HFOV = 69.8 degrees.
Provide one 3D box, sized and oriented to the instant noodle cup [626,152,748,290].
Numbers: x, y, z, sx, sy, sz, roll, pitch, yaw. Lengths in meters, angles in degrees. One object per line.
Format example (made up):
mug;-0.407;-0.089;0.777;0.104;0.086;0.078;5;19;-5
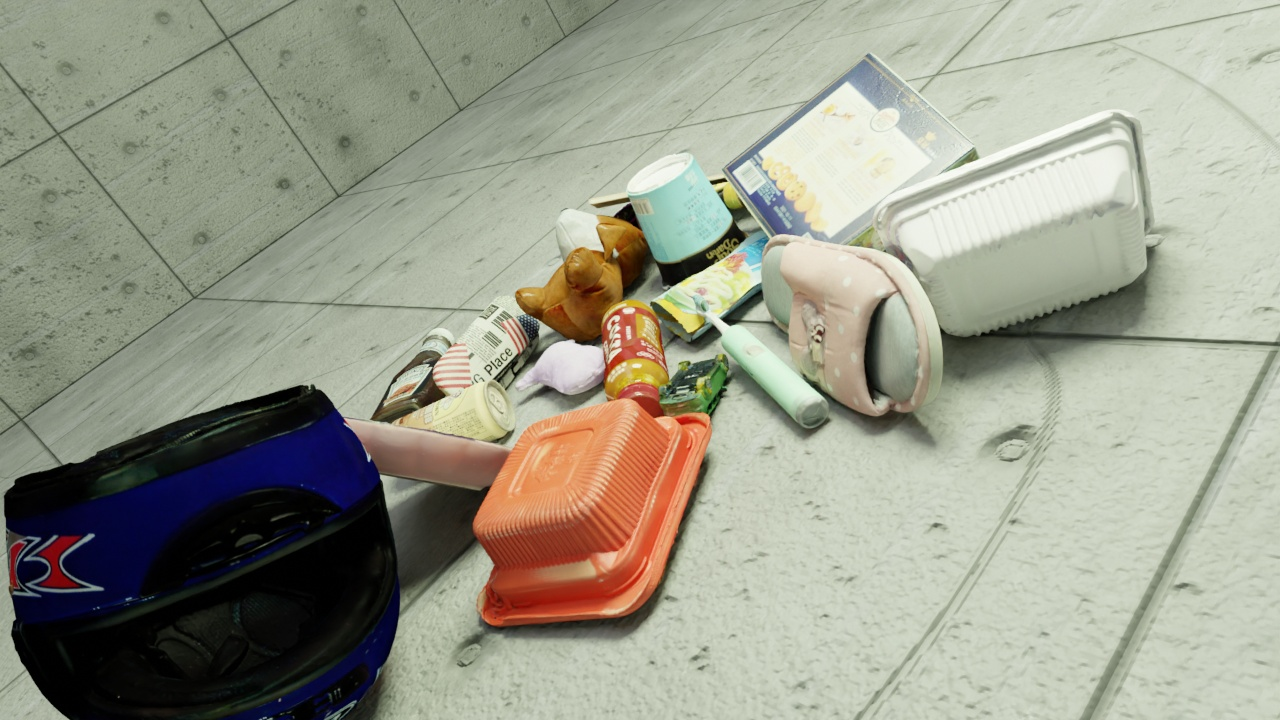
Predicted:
instant noodle cup;0.046;-0.152;0.979;0.111;0.120;0.111;-24;27;13

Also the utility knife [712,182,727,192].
utility knife;0.079;-0.211;1.179;0.198;0.021;0.031;-32;26;10

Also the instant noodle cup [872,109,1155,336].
instant noodle cup;0.261;-0.078;0.627;0.174;0.138;0.060;-19;51;23

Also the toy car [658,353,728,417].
toy car;0.046;0.023;0.761;0.043;0.036;0.091;-12;20;26

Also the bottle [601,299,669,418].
bottle;-0.005;0.005;0.826;0.057;0.057;0.174;-26;27;10

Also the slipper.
slipper;0.139;-0.036;0.696;0.054;0.114;0.274;-9;21;-12

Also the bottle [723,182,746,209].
bottle;0.185;-0.187;0.940;0.219;0.065;0.065;-4;36;36

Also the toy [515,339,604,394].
toy;-0.073;0.008;0.914;0.083;0.039;0.108;-42;29;-22

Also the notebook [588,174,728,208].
notebook;0.045;-0.205;1.087;0.208;0.008;0.147;-11;7;2

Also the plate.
plate;-0.193;0.083;0.787;0.193;0.192;0.039;-2;75;45

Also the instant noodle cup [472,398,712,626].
instant noodle cup;-0.045;0.101;0.675;0.165;0.079;0.188;-17;33;34

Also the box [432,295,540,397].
box;-0.167;-0.010;0.994;0.076;0.087;0.162;6;38;29

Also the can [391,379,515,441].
can;-0.187;0.066;0.910;0.116;0.058;0.058;-23;27;15

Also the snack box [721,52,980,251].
snack box;0.189;-0.175;0.849;0.183;0.046;0.177;-37;47;12

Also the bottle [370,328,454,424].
bottle;-0.257;0.021;1.083;0.080;0.044;0.194;-22;26;15

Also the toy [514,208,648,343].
toy;-0.058;-0.108;1.027;0.140;0.130;0.199;-26;15;36

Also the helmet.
helmet;-0.281;0.156;0.628;0.246;0.240;0.316;-25;9;-34

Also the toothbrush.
toothbrush;0.090;-0.007;0.757;0.026;0.027;0.224;-28;31;-6

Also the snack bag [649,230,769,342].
snack bag;0.106;-0.088;0.901;0.191;0.039;0.110;-33;23;-10

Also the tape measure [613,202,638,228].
tape measure;-0.012;-0.171;1.158;0.058;0.039;0.057;-27;38;13
